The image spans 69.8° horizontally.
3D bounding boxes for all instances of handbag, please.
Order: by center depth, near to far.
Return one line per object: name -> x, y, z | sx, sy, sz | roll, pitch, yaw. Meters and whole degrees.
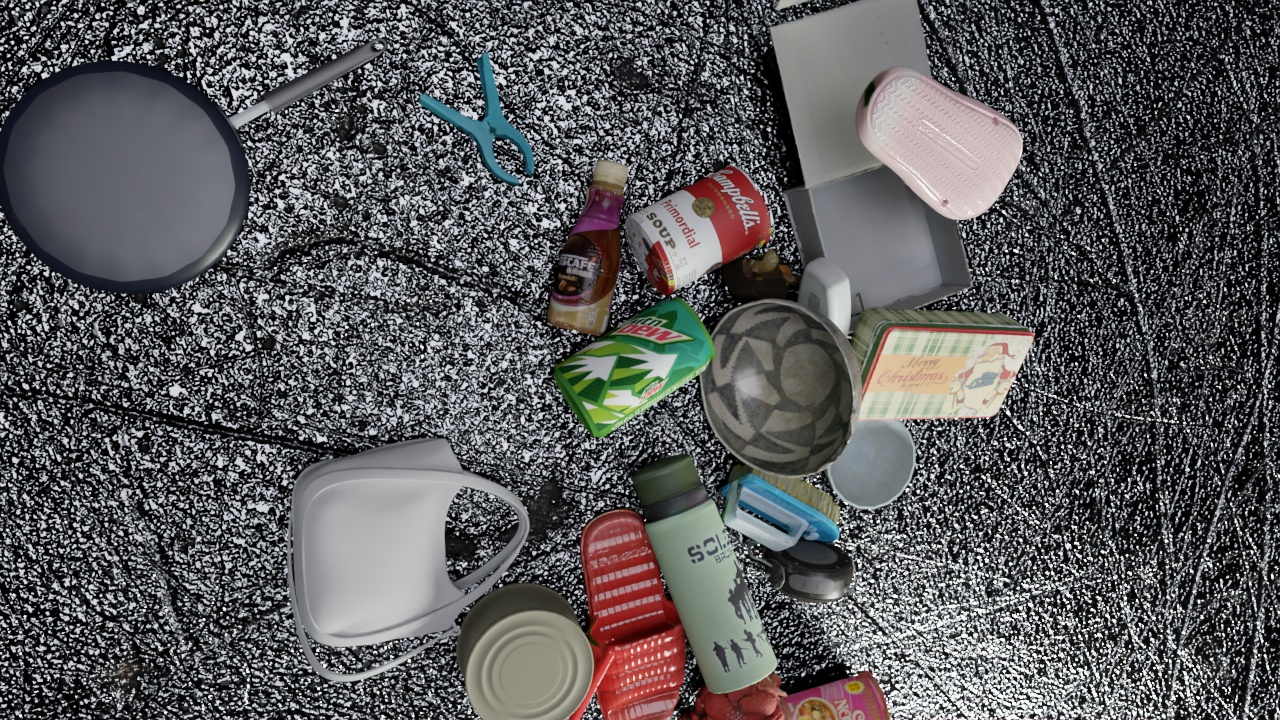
handbag -> -0.215, 0.182, 0.880 | 0.222, 0.096, 0.216 | -3, 98, -28

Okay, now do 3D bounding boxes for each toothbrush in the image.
toothbrush -> -0.068, 0.375, 0.932 | 0.018, 0.012, 0.213 | 21, 107, -17

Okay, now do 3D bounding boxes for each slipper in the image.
slipper -> 0.282, -0.204, 0.870 | 0.221, 0.056, 0.107 | 18, 104, -35
slipper -> -0.005, 0.278, 0.945 | 0.103, 0.059, 0.249 | -9, 97, -14

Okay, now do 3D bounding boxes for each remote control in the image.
remote control -> 0.186, -0.053, 0.933 | 0.028, 0.060, 0.114 | -27, 139, -18

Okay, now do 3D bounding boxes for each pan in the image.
pan -> -0.380, -0.199, 0.806 | 0.356, 0.021, 0.199 | -32, 104, -11

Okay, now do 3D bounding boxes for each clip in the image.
clip -> -0.151, -0.214, 0.866 | 0.102, 0.027, 0.119 | -39, 104, -6

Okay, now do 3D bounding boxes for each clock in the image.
clock -> 0.172, 0.223, 0.972 | 0.123, 0.091, 0.044 | 7, 103, 0

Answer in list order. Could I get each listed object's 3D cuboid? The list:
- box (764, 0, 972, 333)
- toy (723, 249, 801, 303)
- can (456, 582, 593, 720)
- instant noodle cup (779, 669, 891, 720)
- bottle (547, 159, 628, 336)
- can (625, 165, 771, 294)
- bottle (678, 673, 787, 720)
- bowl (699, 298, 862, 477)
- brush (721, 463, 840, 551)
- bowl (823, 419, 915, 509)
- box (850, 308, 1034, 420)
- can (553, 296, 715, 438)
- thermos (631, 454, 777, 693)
box -> 0.231, -0.218, 0.935 | 0.165, 0.098, 0.369 | -21, 108, -13
toy -> 0.133, -0.085, 0.944 | 0.100, 0.076, 0.063 | -5, 126, -38
can -> -0.114, 0.293, 0.907 | 0.127, 0.073, 0.128 | -2, 96, -16
instant noodle cup -> 0.206, 0.397, 1.004 | 0.108, 0.098, 0.098 | -7, 98, -8
bottle -> -0.045, -0.110, 0.888 | 0.059, 0.060, 0.166 | 13, 93, -17
can -> 0.056, -0.128, 0.901 | 0.116, 0.087, 0.086 | -28, 103, -12
bottle -> 0.107, 0.374, 0.968 | 0.111, 0.099, 0.099 | -43, 105, -3
bowl -> 0.151, 0.022, 0.924 | 0.081, 0.179, 0.178 | -16, 102, -51
brush -> 0.152, 0.163, 0.965 | 0.136, 0.056, 0.075 | 29, 55, -17
bowl -> 0.244, 0.106, 1.005 | 0.106, 0.039, 0.106 | -2, 97, -16
box -> 0.312, 0.006, 0.976 | 0.205, 0.051, 0.118 | 2, 116, -24
can -> -0.005, 0.005, 0.900 | 0.144, 0.083, 0.083 | -33, 104, -10
thermos -> 0.060, 0.209, 0.927 | 0.082, 0.082, 0.231 | -21, 87, -13
